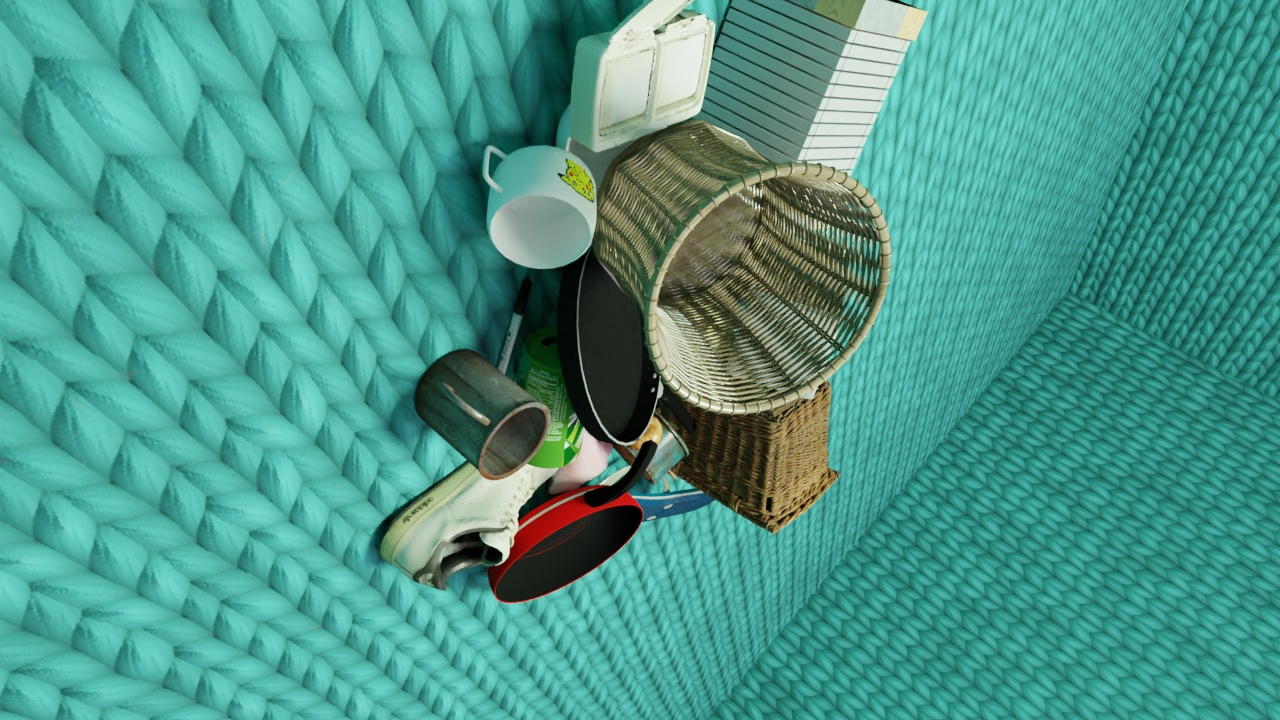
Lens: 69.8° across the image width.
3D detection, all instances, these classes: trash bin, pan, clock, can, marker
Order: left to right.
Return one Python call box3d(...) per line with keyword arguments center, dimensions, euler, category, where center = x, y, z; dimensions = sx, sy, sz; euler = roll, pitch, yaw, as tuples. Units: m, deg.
box3d(center=(-0.136, -0.019, 0.953), dimensions=(0.011, 0.011, 0.152), euler=(-16, 135, -50), category="marker")
box3d(center=(-0.097, 0.042, 1.003), dimensions=(0.082, 0.083, 0.144), euler=(-28, 143, -40), category="can")
box3d(center=(-0.066, 0.184, 1.097), dimensions=(0.208, 0.067, 0.357), euler=(-13, 147, -37), category="pan")
box3d(center=(-0.006, 0.006, 1.016), dimensions=(0.356, 0.034, 0.224), euler=(53, 40, -55), category="pan")
box3d(center=(-0.001, 0.084, 1.167), dimensions=(0.073, 0.121, 0.158), euler=(-43, 145, -11), category="clock")
box3d(center=(0.198, -0.068, 1.205), dimensions=(0.228, 0.114, 0.115), euler=(-63, 168, -58), category="trash bin")
box3d(center=(0.161, -0.279, 0.976), dimensions=(0.142, 0.142, 0.247), euler=(-17, 135, -49), category="trash bin")

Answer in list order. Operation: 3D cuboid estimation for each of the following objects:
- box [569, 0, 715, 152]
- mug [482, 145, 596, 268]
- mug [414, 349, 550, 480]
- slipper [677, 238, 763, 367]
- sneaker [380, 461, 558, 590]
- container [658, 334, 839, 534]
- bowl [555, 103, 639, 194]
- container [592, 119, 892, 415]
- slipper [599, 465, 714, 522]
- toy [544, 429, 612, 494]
box3d(center=(0.016, -0.263, 0.764), dimensions=(0.145, 0.066, 0.186), euler=(-32, 165, -33), category="box")
box3d(center=(-0.092, -0.139, 0.793), dimensions=(0.094, 0.068, 0.115), euler=(-28, 134, 29), category="mug")
box3d(center=(-0.161, 0.046, 0.886), dimensions=(0.096, 0.110, 0.123), euler=(-55, 153, -9), category="mug")
box3d(center=(0.092, -0.060, 1.165), dimensions=(0.261, 0.079, 0.111), euler=(-52, 170, -9), category="slipper")
box3d(center=(-0.164, 0.170, 1.023), dimensions=(0.240, 0.102, 0.089), euler=(-33, 146, -36), category="sneaker")
box3d(center=(0.141, 0.079, 1.263), dimensions=(0.161, 0.250, 0.183), euler=(-31, 136, -38), category="container")
box3d(center=(-0.043, -0.211, 0.846), dimensions=(0.109, 0.040, 0.110), euler=(-37, 148, -28), category="bowl")
box3d(center=(0.073, -0.097, 0.828), dimensions=(0.226, 0.196, 0.227), euler=(-12, 123, -18), category="container")
box3d(center=(-0.014, 0.195, 1.309), dimensions=(0.294, 0.060, 0.118), euler=(1, 148, -38), category="slipper")
box3d(center=(-0.075, 0.122, 1.164), dimensions=(0.093, 0.050, 0.102), euler=(-4, 122, -45), category="toy")
